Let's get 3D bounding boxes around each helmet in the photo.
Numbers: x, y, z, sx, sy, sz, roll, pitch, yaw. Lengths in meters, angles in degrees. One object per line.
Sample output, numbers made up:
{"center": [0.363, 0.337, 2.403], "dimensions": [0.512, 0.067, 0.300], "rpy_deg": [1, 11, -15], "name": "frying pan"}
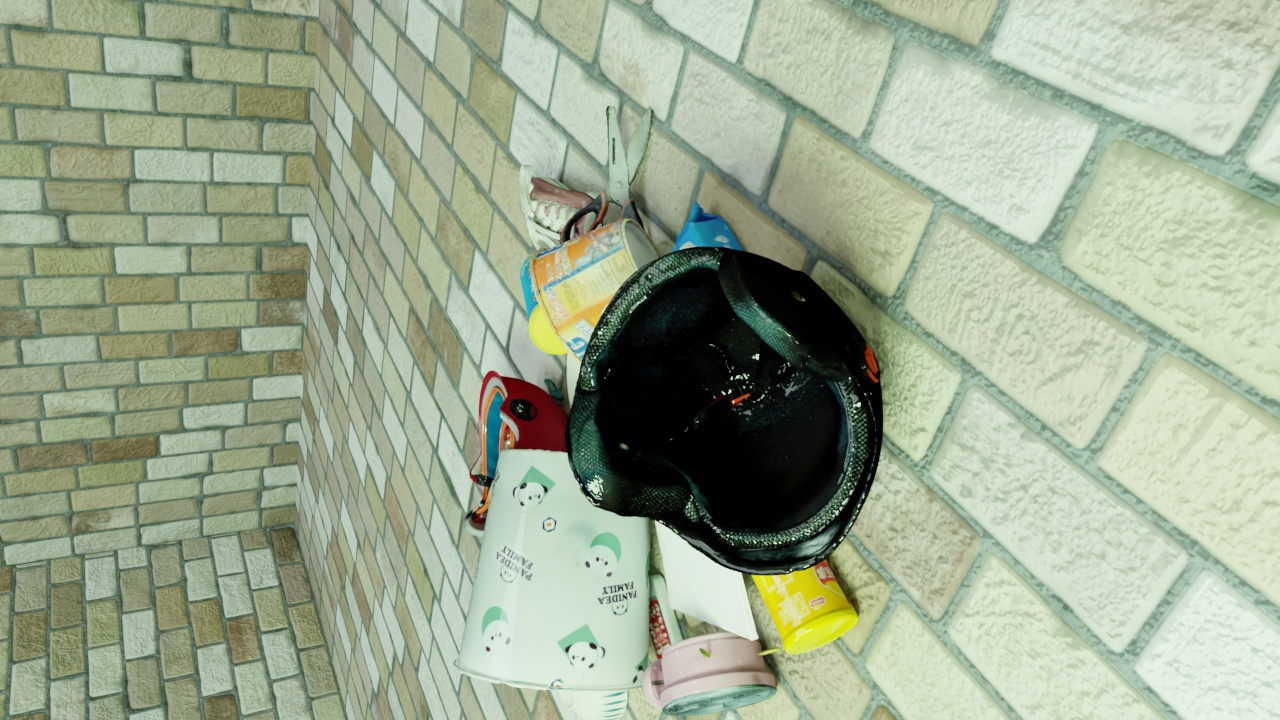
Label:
{"center": [0.084, 0.035, 0.765], "dimensions": [0.234, 0.229, 0.274], "rpy_deg": [-41, 78, 28], "name": "helmet"}
{"center": [-0.158, 0.134, 1.284], "dimensions": [0.208, 0.143, 0.239], "rpy_deg": [122, 149, -49], "name": "helmet"}

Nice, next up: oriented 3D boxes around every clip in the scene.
{"center": [-0.128, 0.049, 1.342], "dimensions": [0.055, 0.013, 0.037], "rpy_deg": [36, 125, 55], "name": "clip"}

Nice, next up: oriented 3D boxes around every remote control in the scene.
{"center": [0.028, 0.328, 1.103], "dimensions": [0.056, 0.020, 0.136], "rpy_deg": [-50, 52, 52], "name": "remote control"}

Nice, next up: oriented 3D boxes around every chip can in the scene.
{"center": [0.122, 0.163, 0.863], "dimensions": [0.213, 0.072, 0.072], "rpy_deg": [64, 144, 31], "name": "chip can"}
{"center": [-0.116, -0.080, 1.182], "dimensions": [0.210, 0.071, 0.071], "rpy_deg": [-116, 31, -64], "name": "chip can"}

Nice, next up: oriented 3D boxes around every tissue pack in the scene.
{"center": [0.069, -0.080, 0.940], "dimensions": [0.157, 0.052, 0.095], "rpy_deg": [64, 144, 32], "name": "tissue pack"}

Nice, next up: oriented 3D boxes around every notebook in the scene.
{"center": [0.056, 0.198, 0.949], "dimensions": [0.209, 0.012, 0.150], "rpy_deg": [162, 96, -71], "name": "notebook"}

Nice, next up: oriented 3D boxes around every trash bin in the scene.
{"center": [-0.089, 0.239, 1.078], "dimensions": [0.230, 0.229, 0.251], "rpy_deg": [-11, 71, 60], "name": "trash bin"}

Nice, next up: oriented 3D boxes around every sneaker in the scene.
{"center": [-0.109, -0.188, 1.195], "dimensions": [0.241, 0.087, 0.118], "rpy_deg": [35, 124, 47], "name": "sneaker"}

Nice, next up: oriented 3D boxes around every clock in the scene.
{"center": [0.067, 0.327, 0.944], "dimensions": [0.159, 0.117, 0.059], "rpy_deg": [-51, 40, 47], "name": "clock"}

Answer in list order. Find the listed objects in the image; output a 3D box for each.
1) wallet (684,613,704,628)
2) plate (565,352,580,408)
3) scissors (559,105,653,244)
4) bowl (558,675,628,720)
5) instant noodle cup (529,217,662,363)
{"center": [0.059, 0.236, 1.035], "dimensions": [0.088, 0.024, 0.115], "rpy_deg": [-46, 56, 46], "name": "wallet"}
{"center": [-0.037, 0.020, 1.154], "dimensions": [0.193, 0.039, 0.192], "rpy_deg": [13, 105, 59], "name": "plate"}
{"center": [-0.032, -0.184, 1.090], "dimensions": [0.225, 0.015, 0.189], "rpy_deg": [-39, 82, 23], "name": "scissors"}
{"center": [-0.072, 0.436, 1.247], "dimensions": [0.117, 0.066, 0.116], "rpy_deg": [15, 107, 59], "name": "bowl"}
{"center": [-0.034, -0.080, 1.013], "dimensions": [0.112, 0.151, 0.151], "rpy_deg": [-26, 67, 19], "name": "instant noodle cup"}
